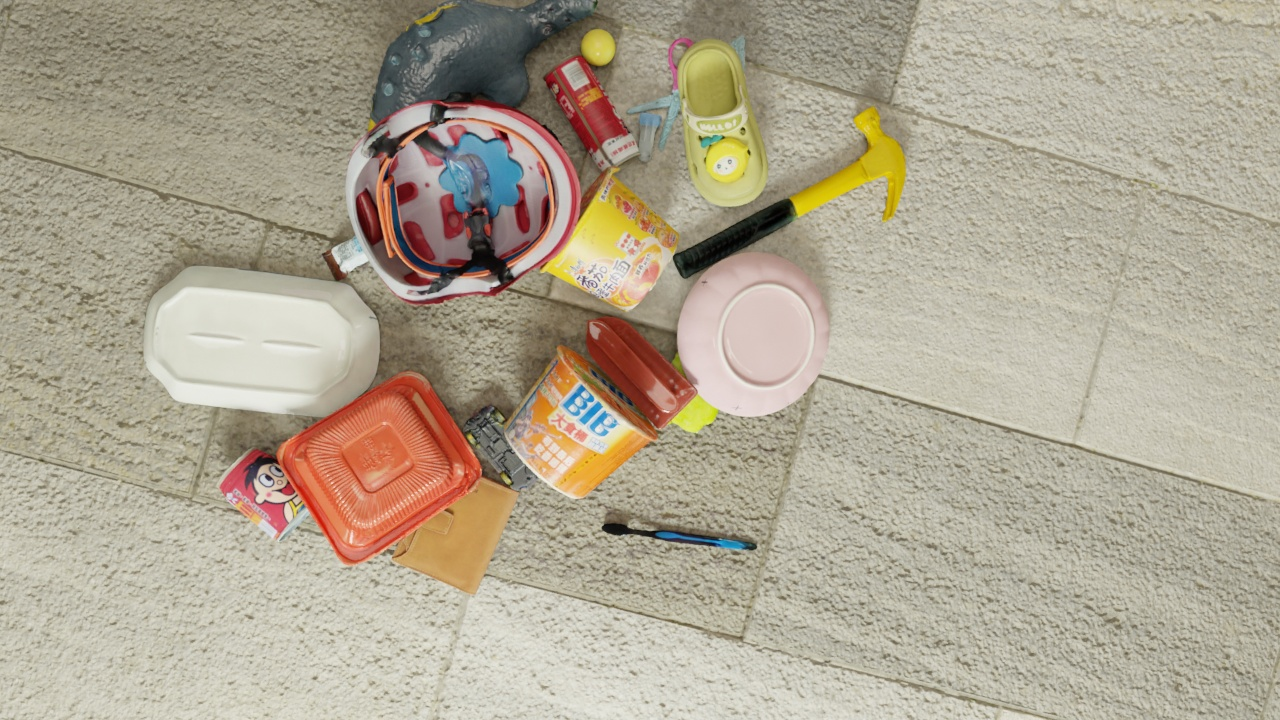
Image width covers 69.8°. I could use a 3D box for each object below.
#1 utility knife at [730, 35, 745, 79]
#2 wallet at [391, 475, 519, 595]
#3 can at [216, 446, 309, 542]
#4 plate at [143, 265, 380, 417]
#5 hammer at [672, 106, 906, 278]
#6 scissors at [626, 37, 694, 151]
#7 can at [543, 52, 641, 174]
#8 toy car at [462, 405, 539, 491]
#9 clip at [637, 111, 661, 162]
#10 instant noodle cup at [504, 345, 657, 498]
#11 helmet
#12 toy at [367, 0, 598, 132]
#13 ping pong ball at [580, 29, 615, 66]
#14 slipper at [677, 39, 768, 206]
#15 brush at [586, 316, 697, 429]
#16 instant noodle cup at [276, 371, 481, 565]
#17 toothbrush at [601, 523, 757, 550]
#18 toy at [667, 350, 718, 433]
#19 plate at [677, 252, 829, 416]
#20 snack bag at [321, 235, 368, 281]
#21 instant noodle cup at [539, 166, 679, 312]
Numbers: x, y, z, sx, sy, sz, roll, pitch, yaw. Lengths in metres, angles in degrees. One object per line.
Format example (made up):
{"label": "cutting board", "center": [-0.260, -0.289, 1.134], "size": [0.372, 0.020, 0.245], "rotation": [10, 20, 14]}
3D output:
{"label": "utility knife", "center": [0.111, -0.282, 1.074], "size": [0.031, 0.020, 0.190], "rotation": [0, 103, -3]}
{"label": "wallet", "center": [-0.220, 0.189, 1.064], "size": [0.119, 0.035, 0.130], "rotation": [23, 87, -7]}
{"label": "can", "center": [-0.418, 0.149, 1.030], "size": [0.094, 0.066, 0.066], "rotation": [41, 88, -3]}
{"label": "plate", "center": [-0.434, -0.021, 1.042], "size": [0.265, 0.034, 0.162], "rotation": [8, 91, -4]}
{"label": "hammer", "center": [0.177, -0.177, 1.081], "size": [0.300, 0.033, 0.129], "rotation": [-27, 92, -3]}
{"label": "scissors", "center": [0.052, -0.308, 1.079], "size": [0.130, 0.017, 0.133], "rotation": [17, 94, -7]}
{"label": "can", "center": [-0.054, -0.280, 1.052], "size": [0.053, 0.053, 0.133], "rotation": [-32, 93, -3]}
{"label": "toy car", "center": [-0.157, 0.102, 1.064], "size": [0.049, 0.031, 0.106], "rotation": [-41, 90, -2]}
{"label": "clip", "center": [0.008, -0.260, 1.070], "size": [0.027, 0.043, 0.058], "rotation": [10, 106, -1]}
{"label": "instant noodle cup", "center": [-0.071, 0.074, 1.018], "size": [0.151, 0.151, 0.111], "rotation": [43, 96, -4]}
{"label": "helmet", "center": [-0.178, -0.182, 0.966], "size": [0.240, 0.143, 0.207], "rotation": [-12, 118, 6]}
{"label": "toy", "center": [-0.207, -0.319, 1.024], "size": [0.356, 0.091, 0.138], "rotation": [-41, 105, 0]}
{"label": "ping pong ball", "center": [-0.049, -0.361, 1.057], "size": [0.040, 0.040, 0.040], "rotation": [0, 91, -4]}
{"label": "slipper", "center": [0.084, -0.268, 1.034], "size": [0.092, 0.081, 0.190], "rotation": [-11, 95, 17]}
{"label": "brush", "center": [-0.006, 0.006, 1.040], "size": [0.063, 0.069, 0.146], "rotation": [-45, 80, 4]}
{"label": "instant noodle cup", "center": [-0.284, 0.112, 1.009], "size": [0.188, 0.079, 0.164], "rotation": [-34, 84, -19]}
{"label": "toothbrush", "center": [0.047, 0.210, 1.092], "size": [0.189, 0.016, 0.014], "rotation": [8, 81, -7]}
{"label": "toy", "center": [0.065, 0.035, 1.078], "size": [0.096, 0.031, 0.100], "rotation": [-12, 89, -2]}
{"label": "plate", "center": [0.137, -0.028, 1.053], "size": [0.192, 0.039, 0.192], "rotation": [-2, 96, -18]}
{"label": "snack bag", "center": [-0.311, -0.131, 1.051], "size": [0.104, 0.026, 0.048], "rotation": [-32, 70, -2]}
{"label": "instant noodle cup", "center": [-0.030, -0.127, 1.022], "size": [0.110, 0.138, 0.138], "rotation": [33, 89, -12]}
